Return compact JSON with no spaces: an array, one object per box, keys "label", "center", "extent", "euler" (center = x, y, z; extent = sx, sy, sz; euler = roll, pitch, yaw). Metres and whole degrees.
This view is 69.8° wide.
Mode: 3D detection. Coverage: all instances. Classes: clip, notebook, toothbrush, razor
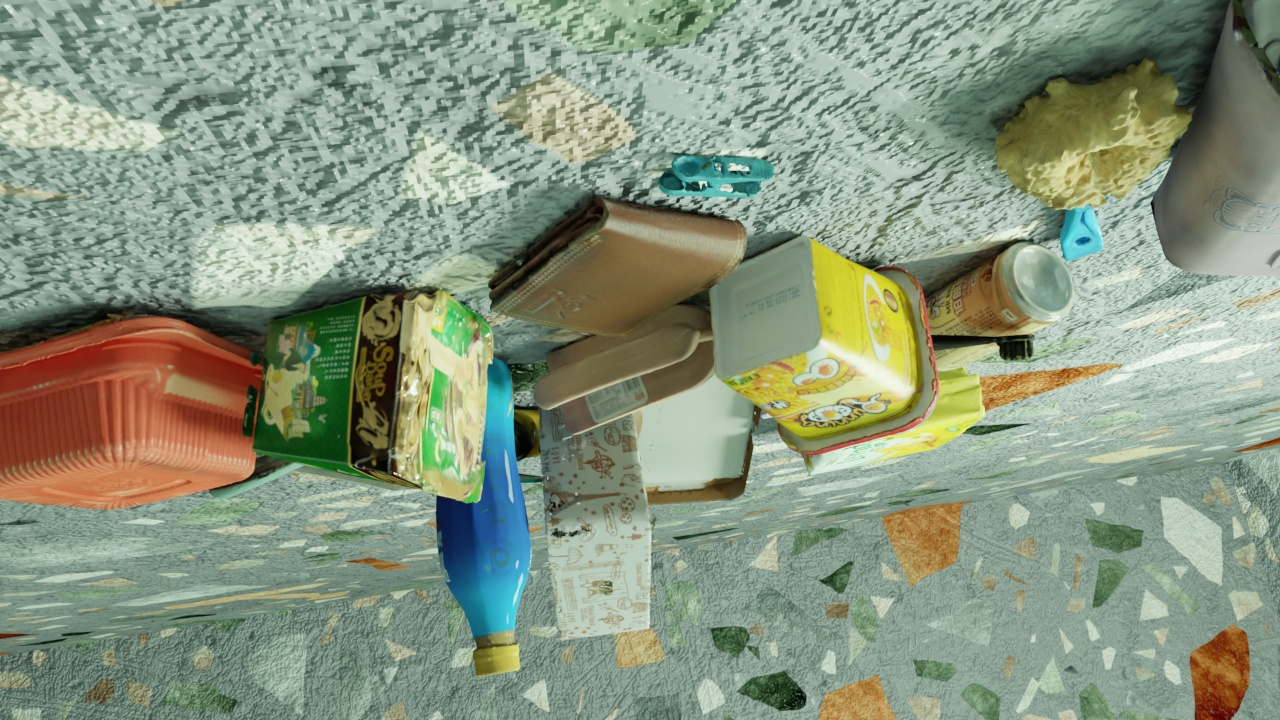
[{"label":"clip","center":[0.036,-0.087,0.439],"extent":[0.056,0.014,0.045],"euler":[-2,160,-21]},{"label":"notebook","center":[-0.209,0.096,0.811],"extent":[0.210,0.012,0.150],"euler":[1,176,44]},{"label":"toothbrush","center":[0.166,-0.010,0.655],"extent":[0.213,0.027,0.026],"euler":[0,176,29]},{"label":"razor","center":[-0.085,0.067,0.825],"extent":[0.068,0.062,0.167],"euler":[16,-172,38]}]

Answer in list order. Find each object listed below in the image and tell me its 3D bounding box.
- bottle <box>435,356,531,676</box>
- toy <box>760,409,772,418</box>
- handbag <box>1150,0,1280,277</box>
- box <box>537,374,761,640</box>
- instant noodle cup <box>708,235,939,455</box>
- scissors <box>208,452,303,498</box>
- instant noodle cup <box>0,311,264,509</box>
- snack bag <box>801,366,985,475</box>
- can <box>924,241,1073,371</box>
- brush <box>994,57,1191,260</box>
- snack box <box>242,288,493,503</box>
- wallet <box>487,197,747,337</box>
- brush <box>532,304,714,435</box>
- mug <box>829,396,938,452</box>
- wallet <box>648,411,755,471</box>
[{"label":"bottle","center":[-0.112,0.106,0.644],"extent":[0.065,0.218,0.065],"euler":[-8,163,-3]},{"label":"toy","center":[0.147,0.022,0.831],"extent":[0.084,0.039,0.108],"euler":[-27,160,-1]},{"label":"handbag","center":[0.329,-0.105,0.416],"extent":[0.145,0.098,0.197],"euler":[-9,164,17]},{"label":"box","center":[0.014,0.117,0.750],"extent":[0.197,0.157,0.181],"euler":[-4,136,-8]},{"label":"instant noodle cup","center":[0.111,-0.013,0.583],"extent":[0.116,0.116,0.123],"euler":[-21,148,36]},{"label":"scissors","center":[-0.251,0.059,0.687],"extent":[0.169,0.019,0.182],"euler":[-30,-167,-40]},{"label":"instant noodle cup","center":[-0.312,0.039,0.553],"extent":[0.189,0.079,0.164],"euler":[-14,164,11]},{"label":"snack bag","center":[0.257,0.064,0.980],"extent":[0.158,0.068,0.247],"euler":[-11,164,1]},{"label":"can","center":[0.245,-0.035,0.653],"extent":[0.058,0.058,0.117],"euler":[-3,162,-22]},{"label":"brush","center":[0.246,-0.094,0.507],"extent":[0.083,0.046,0.254],"euler":[-20,165,21]},{"label":"snack box","center":[-0.160,0.022,0.552],"extent":[0.106,0.118,0.117],"euler":[-1,166,14]},{"label":"wallet","center":[-0.015,-0.050,0.510],"extent":[0.101,0.032,0.125],"euler":[6,157,-37]},{"label":"brush","center":[-0.004,0.004,0.636],"extent":[0.146,0.063,0.073],"euler":[-21,171,32]},{"label":"mug","center":[0.192,0.032,0.776],"extent":[0.106,0.082,0.112],"euler":[9,119,-56]},{"label":"wallet","center":[0.031,0.065,0.844],"extent":[0.130,0.037,0.106],"euler":[-36,143,25]}]
